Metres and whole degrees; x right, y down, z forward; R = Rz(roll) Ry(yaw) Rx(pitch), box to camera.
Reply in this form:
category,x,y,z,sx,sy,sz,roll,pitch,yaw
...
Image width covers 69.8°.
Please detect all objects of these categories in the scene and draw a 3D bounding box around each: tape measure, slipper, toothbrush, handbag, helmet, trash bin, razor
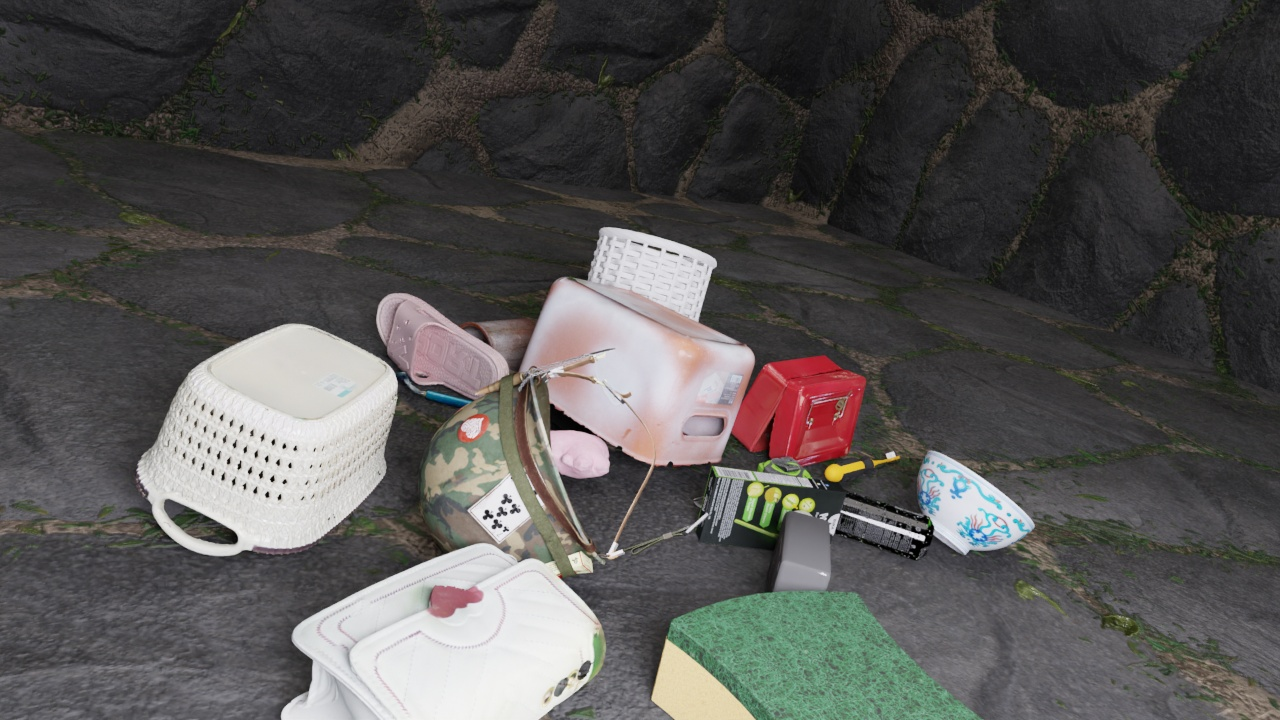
category,x,y,z,sx,sy,sz,roll,pitch,yaw
tape measure,0.183,0.144,1.159,0.065,0.036,0.059,-3,24,-39
slipper,-0.284,-0.013,1.241,0.239,0.094,0.064,28,20,25
toothbrush,0.308,0.144,1.257,0.196,0.031,0.031,-3,68,-48
handbag,-0.134,0.215,0.656,0.142,0.096,0.198,23,20,27
helmet,-0.082,0.101,0.836,0.236,0.192,0.225,-13,-17,-20
trash bin,-0.007,0.007,1.163,0.260,0.157,0.181,28,13,37
razor,-0.252,0.049,1.196,0.144,0.022,0.042,18,-17,6

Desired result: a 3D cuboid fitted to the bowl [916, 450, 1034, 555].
category,x,y,z,sx,sy,sz,roll,pitch,yaw
bowl,0.377,0.180,1.081,0.144,0.074,0.144,39,-2,2

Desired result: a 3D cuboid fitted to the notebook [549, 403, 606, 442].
category,x,y,z,sx,sy,sz,roll,pitch,yaw
notebook,-0.047,0.064,1.282,0.231,0.019,0.169,-4,25,-40

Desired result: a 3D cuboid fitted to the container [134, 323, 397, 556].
category,x,y,z,sx,sy,sz,roll,pitch,yaw
container,-0.342,0.067,0.885,0.185,0.143,0.251,27,19,1

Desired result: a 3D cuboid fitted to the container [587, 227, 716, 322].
category,x,y,z,sx,sy,sz,roll,pitch,yaw
container,0.003,-0.090,1.427,0.189,0.187,0.189,16,1,0

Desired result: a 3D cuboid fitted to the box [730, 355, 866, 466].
category,x,y,z,sx,sy,sz,roll,pitch,yaw
box,0.218,0.064,1.275,0.157,0.136,0.117,-4,26,-43

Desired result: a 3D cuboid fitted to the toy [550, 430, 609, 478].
category,x,y,z,sx,sy,sz,roll,pitch,yaw
toy,-0.071,0.111,1.065,0.099,0.053,0.096,9,9,-30

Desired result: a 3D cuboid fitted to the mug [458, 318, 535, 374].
category,x,y,z,sx,sy,sz,roll,pitch,yaw
mug,-0.188,-0.006,1.290,0.123,0.096,0.110,35,32,31

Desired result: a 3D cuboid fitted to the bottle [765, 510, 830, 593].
category,x,y,z,sx,sy,sz,roll,pitch,yaw
bottle,0.155,0.199,0.907,0.046,0.084,0.173,15,18,7

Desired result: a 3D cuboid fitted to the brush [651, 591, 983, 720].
category,x,y,z,sx,sy,sz,roll,pitch,yaw
brush,0.148,0.277,0.683,0.194,0.075,0.250,1,21,-30

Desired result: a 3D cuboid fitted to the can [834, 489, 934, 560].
category,x,y,z,sx,sy,sz,roll,pitch,yaw
can,0.266,0.186,1.059,0.138,0.054,0.053,17,19,14

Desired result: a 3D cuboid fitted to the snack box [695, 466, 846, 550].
category,x,y,z,sx,sy,sz,roll,pitch,yaw
snack box,0.142,0.165,1.001,0.147,0.080,0.025,8,19,-11

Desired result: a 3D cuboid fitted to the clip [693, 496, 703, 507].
category,x,y,z,sx,sy,sz,roll,pitch,yaw
clip,0.117,0.167,1.084,0.101,0.040,0.054,-5,5,-40
